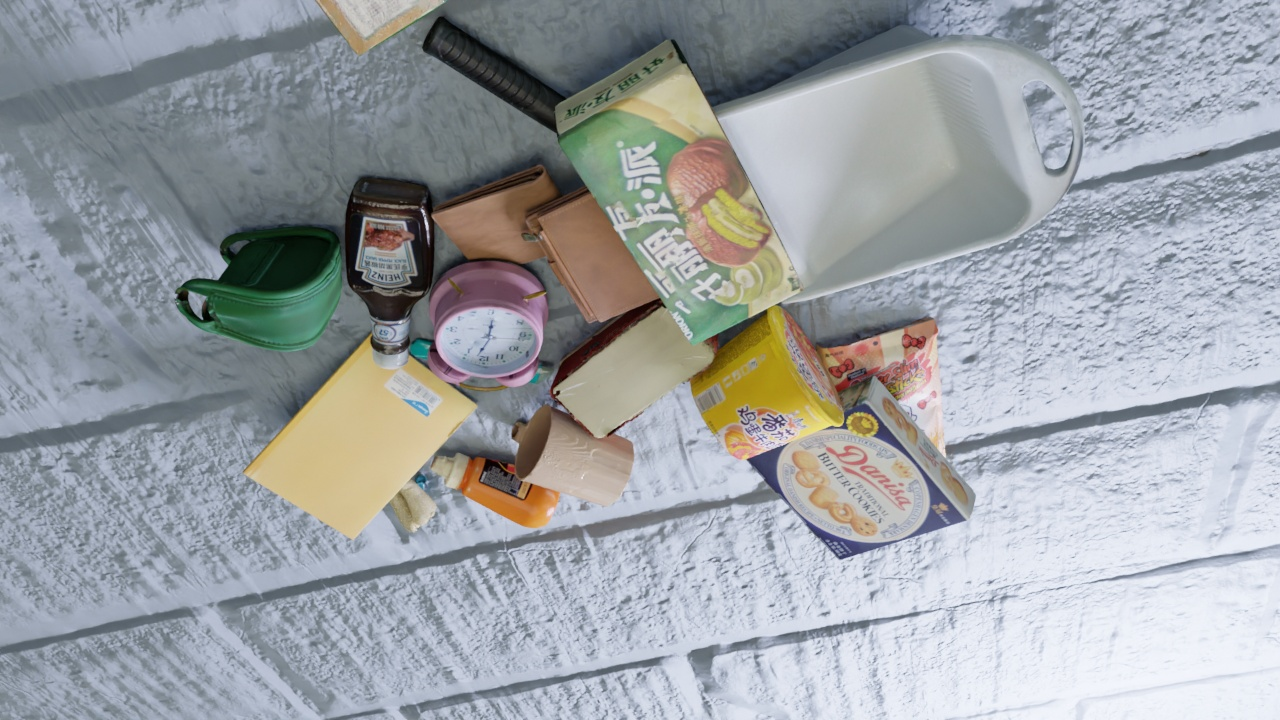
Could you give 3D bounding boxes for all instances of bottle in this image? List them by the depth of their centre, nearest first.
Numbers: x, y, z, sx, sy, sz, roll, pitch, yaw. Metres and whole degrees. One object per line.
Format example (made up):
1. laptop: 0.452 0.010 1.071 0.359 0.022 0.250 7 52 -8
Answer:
1. bottle: -0.238 -0.077 0.872 0.080 0.044 0.195 6 128 -8
2. bottle: -0.170 0.143 1.060 0.149 0.066 0.067 23 126 -12

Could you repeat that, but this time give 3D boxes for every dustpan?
1. dustpan: 0.211 -0.156 0.761 0.258 0.142 0.223 -32 126 6

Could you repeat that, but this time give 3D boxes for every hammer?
1. hammer: -0.048 -0.197 0.794 0.300 0.032 0.129 28 122 -25

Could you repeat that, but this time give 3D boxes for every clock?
1. clock: -0.152 -0.024 0.907 0.117 0.059 0.159 4 138 -13

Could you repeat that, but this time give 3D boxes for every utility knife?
1. utility knife: -0.167 0.001 0.967 0.151 0.013 0.029 13 125 -11

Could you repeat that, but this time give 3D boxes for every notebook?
1. notebook: -0.295 0.083 0.977 0.206 0.010 0.146 -47 120 3

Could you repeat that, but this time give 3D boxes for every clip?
1. clip: -0.269 0.159 1.090 0.014 0.047 0.057 22 120 -18

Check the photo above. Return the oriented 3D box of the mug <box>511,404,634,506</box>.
1. mug: -0.078 0.102 1.000 0.103 0.125 0.084 23 86 -23

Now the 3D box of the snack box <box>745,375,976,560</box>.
1. snack box: 0.237 0.125 1.011 0.178 0.045 0.183 47 134 -12

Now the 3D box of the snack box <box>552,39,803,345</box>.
1. snack box: 0.036 -0.131 0.764 0.114 0.063 0.240 -26 127 12

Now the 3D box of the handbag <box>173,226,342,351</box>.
1. handbag: -0.333 -0.070 0.820 0.120 0.131 0.068 8 125 -7

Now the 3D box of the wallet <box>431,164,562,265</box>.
1. wallet: -0.118 -0.125 0.844 0.115 0.020 0.101 -16 146 13

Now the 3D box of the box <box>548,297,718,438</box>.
1. box: -0.006 0.005 0.925 0.169 0.080 0.091 -36 109 25

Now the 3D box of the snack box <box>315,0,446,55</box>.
1. snack box: -0.188 -0.286 0.660 0.118 0.105 0.117 -24 128 17

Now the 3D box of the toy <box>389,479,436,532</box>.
1. toy: -0.296 0.134 1.037 0.105 0.066 0.157 -19 123 34

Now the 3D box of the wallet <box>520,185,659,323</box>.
1. wallet: -0.036 -0.097 0.833 0.119 0.035 0.131 -21 128 12

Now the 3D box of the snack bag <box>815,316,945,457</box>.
1. snack bag: 0.274 0.054 1.017 0.129 0.073 0.208 -14 123 9

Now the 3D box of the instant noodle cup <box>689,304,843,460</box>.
1. instant noodle cup: 0.124 0.030 0.928 0.110 0.137 0.138 -32 125 21
